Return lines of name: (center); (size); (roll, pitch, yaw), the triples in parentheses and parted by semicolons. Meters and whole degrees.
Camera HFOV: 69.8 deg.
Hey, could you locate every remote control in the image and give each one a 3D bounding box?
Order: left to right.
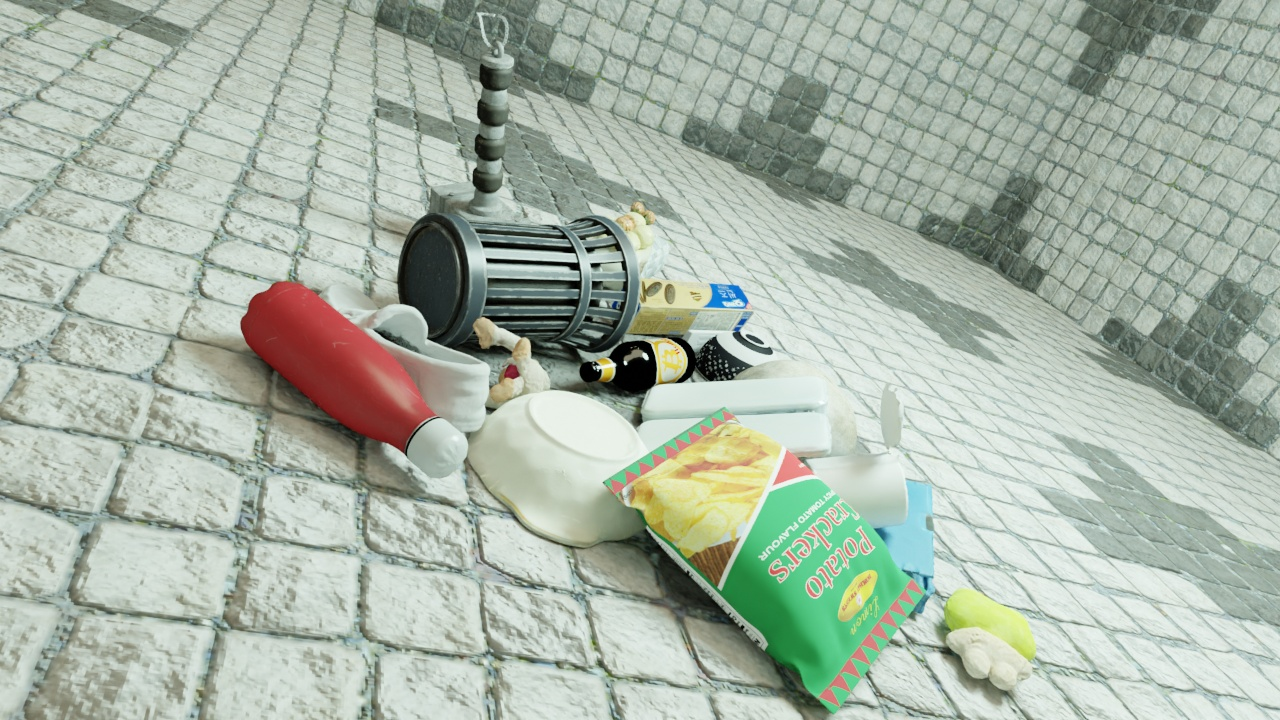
remote control: (0.097, -0.028, 1.295); (0.012, 0.033, 0.130); (40, 22, 28)

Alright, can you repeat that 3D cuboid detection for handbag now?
handbag: (-0.019, -0.174, 1.397); (0.112, 0.123, 0.171); (23, 26, 11)

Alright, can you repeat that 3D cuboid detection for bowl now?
bowl: (-0.061, 0.082, 0.845); (0.188, 0.060, 0.219); (21, 21, -10)
bowl: (0.141, -0.002, 1.246); (0.120, 0.066, 0.120); (21, 22, -9)
bowl: (0.204, 0.055, 1.120); (0.178, 0.081, 0.178); (34, 19, -14)

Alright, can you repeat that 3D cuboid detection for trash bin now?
trash bin: (-0.139, -0.087, 1.024); (0.227, 0.164, 0.164); (-3, 35, -44)

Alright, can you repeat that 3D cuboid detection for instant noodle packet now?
instant noodle packet: (0.114, 0.155, 0.797); (0.253, 0.091, 0.195); (43, 38, 17)

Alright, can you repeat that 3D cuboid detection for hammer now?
hammer: (-0.187, -0.258, 1.140); (0.079, 0.327, 0.177); (-17, 43, -35)

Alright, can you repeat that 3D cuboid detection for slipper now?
slipper: (-0.230, -0.016, 0.867); (0.247, 0.074, 0.112); (30, 5, 36)

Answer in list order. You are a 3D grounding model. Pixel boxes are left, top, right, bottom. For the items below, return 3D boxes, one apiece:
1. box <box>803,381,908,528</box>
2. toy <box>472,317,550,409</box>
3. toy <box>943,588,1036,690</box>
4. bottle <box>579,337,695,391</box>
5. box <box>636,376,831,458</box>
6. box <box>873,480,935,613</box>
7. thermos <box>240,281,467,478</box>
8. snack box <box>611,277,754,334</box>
box: (0.211, 0.099, 0.927); (0.106, 0.150, 0.080); (-4, 5, 0)
toy: (-0.127, 0.010, 0.924); (0.074, 0.085, 0.106); (2, -12, 27)
toy: (0.328, 0.263, 0.863); (0.092, 0.046, 0.115); (27, 28, 9)
bottle: (-0.006, 0.006, 1.078); (0.059, 0.059, 0.181); (37, 24, 28)
box: (0.098, 0.062, 0.985); (0.209, 0.037, 0.188); (-3, 16, 12)
box: (0.271, 0.179, 0.987); (0.093, 0.053, 0.231); (27, 21, 8)
thermos: (-0.239, 0.019, 0.777); (0.240, 0.073, 0.073); (35, 23, 22)
snack box: (0.062, -0.075, 1.301); (0.206, 0.056, 0.057); (0, 48, -35)
